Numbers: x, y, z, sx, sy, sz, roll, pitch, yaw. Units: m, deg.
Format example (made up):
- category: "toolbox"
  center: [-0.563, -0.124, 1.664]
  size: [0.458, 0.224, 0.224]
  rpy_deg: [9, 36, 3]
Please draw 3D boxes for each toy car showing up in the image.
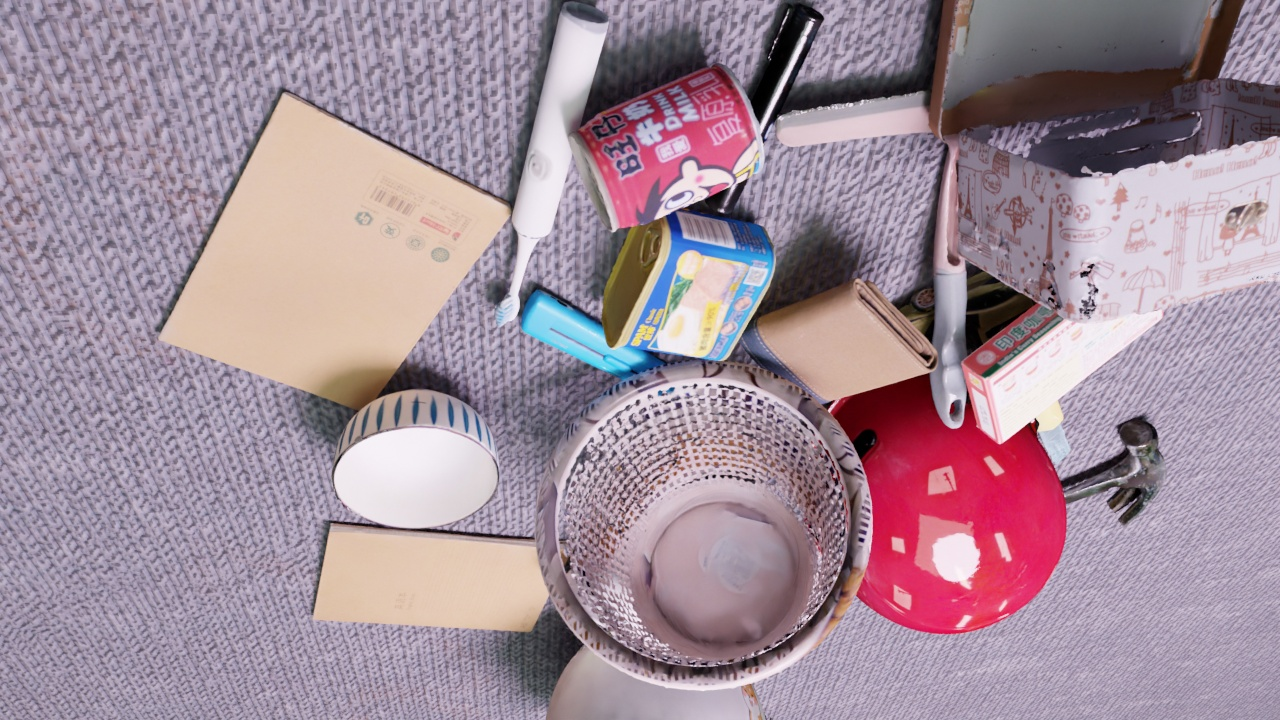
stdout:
- category: "toy car"
  center: [0.258, -0.037, 0.674]
  size: [0.158, 0.042, 0.070]
  rpy_deg: [-25, 133, 17]

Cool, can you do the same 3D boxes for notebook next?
- category: "notebook"
  center: [-0.183, 0.204, 0.843]
  size: [0.211, 0.012, 0.150]
  rpy_deg: [9, 133, -19]
- category: "notebook"
  center: [-0.199, -0.055, 0.589]
  size: [0.147, 0.008, 0.208]
  rpy_deg: [24, 125, -29]

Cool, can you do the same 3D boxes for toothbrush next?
- category: "toothbrush"
  center: [-0.060, -0.105, 0.554]
  size: [0.027, 0.026, 0.222]
  rpy_deg: [35, 131, 15]

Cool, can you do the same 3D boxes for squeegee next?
- category: "squeegee"
  center: [0.211, -0.066, 0.617]
  size: [0.247, 0.040, 0.250]
  rpy_deg: [-11, 118, -6]

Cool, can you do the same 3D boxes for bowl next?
- category: "bowl"
  center: [-0.012, 0.202, 0.825]
  size: [0.118, 0.118, 0.064]
  rpy_deg: [31, 84, -34]
- category: "bowl"
  center: [-0.163, 0.063, 0.670]
  size: [0.116, 0.066, 0.117]
  rpy_deg: [-6, 135, -6]

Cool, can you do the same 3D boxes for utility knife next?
- category: "utility knife"
  center: [-0.004, 0.004, 0.678]
  size: [0.204, 0.018, 0.034]
  rpy_deg: [28, 122, -34]
- category: "utility knife"
  center: [0.332, 0.032, 0.768]
  size: [0.031, 0.021, 0.206]
  rpy_deg: [-26, 126, 19]

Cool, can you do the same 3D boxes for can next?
- category: "can"
  center: [0.014, -0.118, 0.515]
  size: [0.093, 0.066, 0.066]
  rpy_deg: [-24, 135, -5]
- category: "can"
  center: [0.030, -0.050, 0.605]
  size: [0.083, 0.057, 0.102]
  rpy_deg: [8, 132, -22]

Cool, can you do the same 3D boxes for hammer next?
- category: "hammer"
  center: [0.342, 0.163, 0.889]
  size: [0.324, 0.031, 0.126]
  rpy_deg: [-26, 132, 14]

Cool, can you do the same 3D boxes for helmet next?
- category: "helmet"
  center: [0.247, 0.124, 0.741]
  size: [0.207, 0.143, 0.240]
  rpy_deg: [-29, 126, 2]
- category: "helmet"
  center: [0.016, 0.343, 0.913]
  size: [0.230, 0.156, 0.274]
  rpy_deg: [-11, 155, 18]

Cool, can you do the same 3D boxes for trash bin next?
- category: "trash bin"
  center: [0.054, 0.139, 0.694]
  size: [0.227, 0.227, 0.192]
  rpy_deg: [-15, 153, 4]

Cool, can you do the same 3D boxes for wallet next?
- category: "wallet"
  center: [0.133, -0.010, 0.633]
  size: [0.090, 0.033, 0.116]
  rpy_deg: [42, 148, -17]

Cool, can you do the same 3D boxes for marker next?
- category: "marker"
  center: [0.070, -0.145, 0.545]
  size: [0.022, 0.020, 0.132]
  rpy_deg: [18, 129, -8]

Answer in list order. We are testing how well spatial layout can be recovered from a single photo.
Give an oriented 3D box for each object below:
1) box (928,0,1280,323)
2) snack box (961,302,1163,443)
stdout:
- category: "box"
  center: [0.269, -0.149, 0.479]
  size: [0.183, 0.156, 0.194]
  rpy_deg: [-13, 118, -7]
- category: "snack box"
  center: [0.297, -0.015, 0.639]
  size: [0.155, 0.027, 0.077]
  rpy_deg: [-36, 133, -5]
